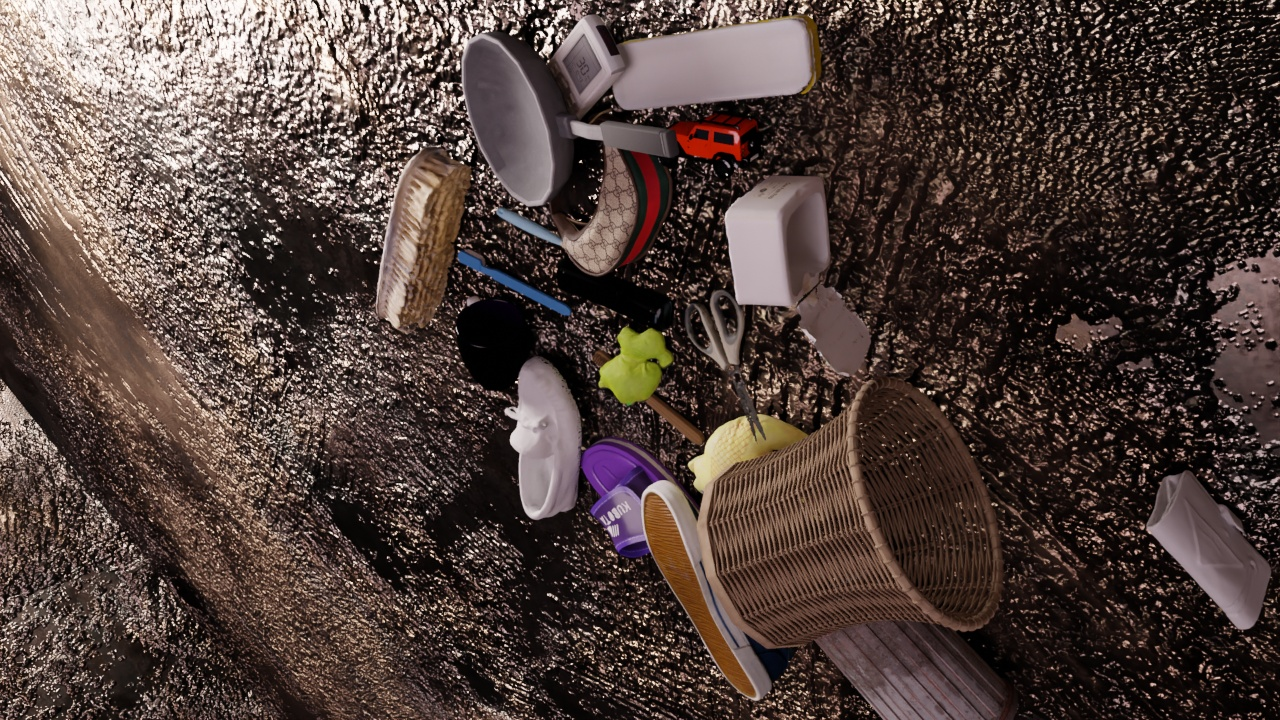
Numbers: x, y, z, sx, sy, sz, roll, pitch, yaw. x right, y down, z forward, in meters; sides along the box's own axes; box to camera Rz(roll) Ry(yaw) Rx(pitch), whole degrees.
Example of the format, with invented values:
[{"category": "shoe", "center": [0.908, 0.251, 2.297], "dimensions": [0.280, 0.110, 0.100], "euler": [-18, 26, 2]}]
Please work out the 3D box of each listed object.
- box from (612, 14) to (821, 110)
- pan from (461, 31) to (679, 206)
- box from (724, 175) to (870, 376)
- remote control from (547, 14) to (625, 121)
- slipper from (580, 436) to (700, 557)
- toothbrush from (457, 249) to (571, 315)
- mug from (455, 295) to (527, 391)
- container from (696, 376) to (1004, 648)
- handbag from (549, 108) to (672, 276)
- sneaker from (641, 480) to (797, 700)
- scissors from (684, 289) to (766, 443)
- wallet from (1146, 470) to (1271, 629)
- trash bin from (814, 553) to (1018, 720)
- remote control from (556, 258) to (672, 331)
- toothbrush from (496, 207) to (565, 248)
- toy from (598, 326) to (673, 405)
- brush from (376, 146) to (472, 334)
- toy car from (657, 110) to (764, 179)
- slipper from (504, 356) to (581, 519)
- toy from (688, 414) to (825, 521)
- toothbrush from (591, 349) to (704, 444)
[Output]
[{"category": "box", "center": [0.063, -0.267, 0.830], "dimensions": [0.210, 0.033, 0.064], "euler": [5, 117, 34]}, {"category": "pan", "center": [-0.071, -0.224, 0.872], "dimensions": [0.357, 0.041, 0.179], "euler": [26, 137, 51]}, {"category": "box", "center": [0.142, -0.075, 0.842], "dimensions": [0.083, 0.110, 0.190], "euler": [-10, 113, 41]}, {"category": "remote control", "center": [-0.061, -0.277, 0.895], "dimensions": [0.139, 0.025, 0.060], "euler": [-26, 92, 59]}, {"category": "slipper", "center": [0.016, 0.215, 1.141], "dimensions": [0.266, 0.083, 0.108], "euler": [47, 135, 3]}, {"category": "toothbrush", "center": [-0.153, -0.096, 1.119], "dimensions": [0.167, 0.014, 0.016], "euler": [27, 131, 15]}, {"category": "mug", "center": [-0.191, -0.024, 1.155], "dimensions": [0.118, 0.084, 0.100], "euler": [57, 158, 36]}, {"category": "container", "center": [0.189, 0.157, 0.857], "dimensions": [0.197, 0.226, 0.227], "euler": [-30, 98, 39]}, {"category": "handbag", "center": [-0.040, -0.175, 0.950], "dimensions": [0.138, 0.063, 0.167], "euler": [46, 138, 17]}, {"category": "sneaker", "center": [0.109, 0.248, 1.075], "dimensions": [0.121, 0.127, 0.294], "euler": [-1, 122, 60]}, {"category": "scissors", "center": [0.101, 0.002, 0.956], "dimensions": [0.169, 0.012, 0.132], "euler": [48, 131, 27]}, {"category": "wallet", "center": [0.473, 0.153, 0.757], "dimensions": [0.116, 0.086, 0.032], "euler": [47, 140, -3]}, {"category": "trash bin", "center": [0.289, 0.326, 0.978], "dimensions": [0.211, 0.130, 0.131], "euler": [47, 135, 4]}, {"category": "remote control", "center": [-0.033, -0.073, 1.035], "dimensions": [0.152, 0.020, 0.041], "euler": [24, 129, 25]}, {"category": "toothbrush", "center": [-0.102, -0.141, 1.046], "dimensions": [0.155, 0.016, 0.022], "euler": [28, 99, 19]}, {"category": "toy", "center": [-0.006, 0.006, 1.051], "dimensions": [0.094, 0.036, 0.093], "euler": [2, 106, 24]}, {"category": "brush", "center": [-0.268, -0.142, 1.123], "dimensions": [0.056, 0.083, 0.272], "euler": [38, 133, 12]}, {"category": "toy car", "center": [0.064, -0.205, 0.853], "dimensions": [0.100, 0.050, 0.049], "euler": [18, 130, 27]}, {"category": "slipper", "center": [-0.128, 0.104, 1.182], "dimensions": [0.112, 0.074, 0.247], "euler": [24, 130, 28]}, {"category": "toy", "center": [0.129, 0.134, 1.021], "dimensions": [0.155, 0.064, 0.171], "euler": [-2, 122, 22]}, {"category": "toothbrush", "center": [0.009, 0.044, 1.083], "dimensions": [0.167, 0.016, 0.016], "euler": [39, 135, 9]}]
